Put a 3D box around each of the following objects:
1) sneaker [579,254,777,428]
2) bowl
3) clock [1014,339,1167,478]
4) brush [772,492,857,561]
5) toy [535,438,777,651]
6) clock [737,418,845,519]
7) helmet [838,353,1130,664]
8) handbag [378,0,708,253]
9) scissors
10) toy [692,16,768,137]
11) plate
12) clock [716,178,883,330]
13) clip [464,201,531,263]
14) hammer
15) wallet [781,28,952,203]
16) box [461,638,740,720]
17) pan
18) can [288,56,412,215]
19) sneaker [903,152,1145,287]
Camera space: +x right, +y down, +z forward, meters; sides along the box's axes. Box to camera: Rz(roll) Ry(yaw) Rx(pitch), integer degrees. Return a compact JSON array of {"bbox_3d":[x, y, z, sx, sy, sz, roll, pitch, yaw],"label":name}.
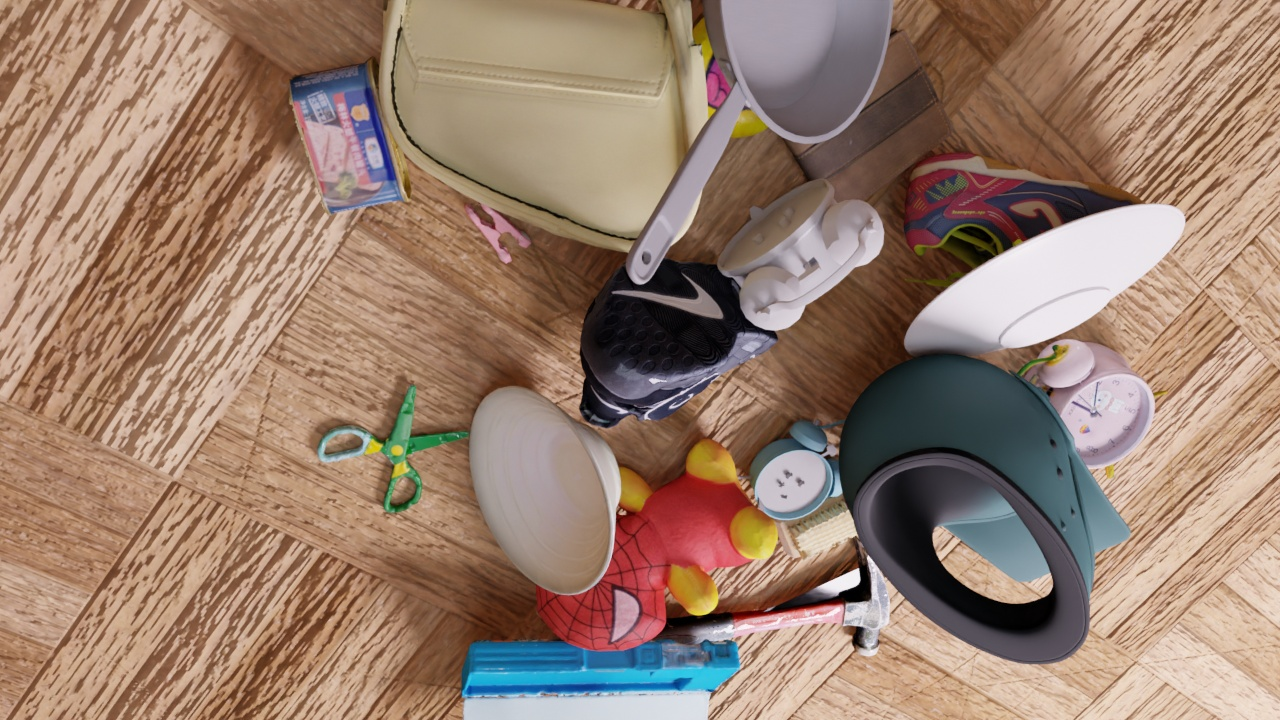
[{"bbox_3d":[-0.004,0.004,0.686,0.151,0.252,0.097,-43,79,24],"label":"sneaker"},{"bbox_3d":[-0.066,0.099,0.753,0.057,0.177,0.177,-20,123,-43],"label":"bowl"},{"bbox_3d":[0.407,0.040,0.863,0.158,0.058,0.117,21,108,-20],"label":"clock"},{"bbox_3d":[0.188,0.150,0.877,0.117,0.039,0.049,-25,118,1],"label":"brush"},{"bbox_3d":[0.007,0.170,0.804,0.216,0.147,0.099,-32,146,1],"label":"toy"},{"bbox_3d":[0.154,0.099,0.844,0.123,0.042,0.087,-32,117,3],"label":"clock"},{"bbox_3d":[0.293,0.114,0.782,0.275,0.199,0.177,47,125,-6],"label":"helmet"},{"bbox_3d":[-0.065,-0.177,0.632,0.233,0.088,0.191,10,108,0],"label":"handbag"},{"bbox_3d":[-0.211,0.073,0.770,0.130,0.011,0.126,11,113,-17],"label":"scissors"},{"bbox_3d":[0.074,-0.214,0.680,0.094,0.041,0.095,-38,114,-2],"label":"toy"},{"bbox_3d":[0.330,-0.045,0.745,0.229,0.030,0.230,-15,157,-7],"label":"plate"},{"bbox_3d":[0.117,-0.082,0.691,0.120,0.159,0.061,-40,107,7],"label":"clock"},{"bbox_3d":[-0.106,-0.103,0.706,0.044,0.023,0.060,-22,119,-7],"label":"clip"},{"bbox_3d":[0.091,0.254,0.908,0.326,0.036,0.141,-6,117,-9],"label":"hammer"},{"bbox_3d":[0.177,-0.186,0.727,0.121,0.027,0.098,-36,115,5],"label":"wallet"},{"bbox_3d":[-0.045,0.313,0.858,0.243,0.070,0.171,4,119,-14],"label":"box"},{"bbox_3d":[0.071,-0.190,0.597,0.355,0.051,0.201,-57,133,-20],"label":"pan"},{"bbox_3d":[-0.202,-0.156,0.643,0.059,0.054,0.100,-12,116,-5],"label":"can"},{"bbox_3d":[0.327,-0.097,0.765,0.241,0.116,0.091,12,80,-13],"label":"sneaker"}]
